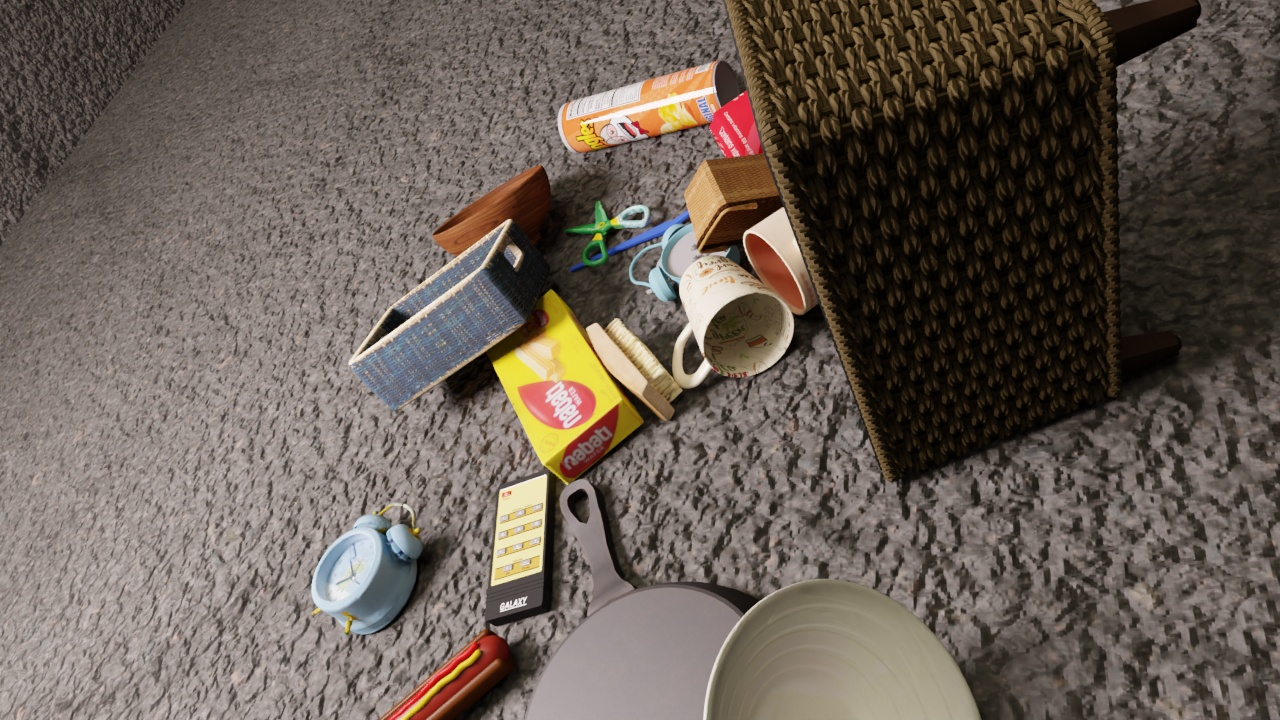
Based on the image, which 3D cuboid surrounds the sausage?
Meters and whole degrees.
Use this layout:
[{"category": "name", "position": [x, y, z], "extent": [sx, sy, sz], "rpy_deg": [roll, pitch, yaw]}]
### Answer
[{"category": "sausage", "position": [-0.164, 0.271, 0.718], "extent": [0.155, 0.040, 0.040], "rpy_deg": [-40, 42, 0]}]

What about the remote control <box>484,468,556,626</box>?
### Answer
[{"category": "remote control", "position": [-0.102, 0.158, 0.788], "extent": [0.058, 0.013, 0.133], "rpy_deg": [-21, 45, 20]}]

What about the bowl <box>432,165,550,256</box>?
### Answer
[{"category": "bowl", "position": [-0.155, -0.153, 1.041], "extent": [0.147, 0.069, 0.147], "rpy_deg": [-29, 19, 11]}]

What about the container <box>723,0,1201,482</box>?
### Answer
[{"category": "container", "position": [0.204, -0.100, 0.573], "extent": [0.205, 0.321, 0.176], "rpy_deg": [-18, 46, 14]}]

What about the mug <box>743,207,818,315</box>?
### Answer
[{"category": "mug", "position": [0.154, -0.105, 0.763], "extent": [0.104, 0.111, 0.085], "rpy_deg": [-35, 82, -9]}]

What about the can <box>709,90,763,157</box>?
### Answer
[{"category": "can", "position": [0.143, -0.249, 0.914], "extent": [0.142, 0.074, 0.074], "rpy_deg": [-33, 42, 8]}]

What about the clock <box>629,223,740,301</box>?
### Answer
[{"category": "clock", "position": [0.041, -0.098, 0.883], "extent": [0.123, 0.042, 0.087], "rpy_deg": [-2, 54, 32]}]

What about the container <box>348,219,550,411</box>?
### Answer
[{"category": "container", "position": [-0.190, -0.047, 0.941], "extent": [0.188, 0.071, 0.145], "rpy_deg": [-32, 21, 19]}]

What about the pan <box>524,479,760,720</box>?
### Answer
[{"category": "pan", "position": [-0.008, 0.209, 0.655], "extent": [0.249, 0.043, 0.355], "rpy_deg": [-34, 42, 7]}]

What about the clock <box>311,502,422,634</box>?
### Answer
[{"category": "clock", "position": [-0.246, 0.187, 0.839], "extent": [0.089, 0.051, 0.124], "rpy_deg": [9, 61, 42]}]

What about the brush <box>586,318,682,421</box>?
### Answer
[{"category": "brush", "position": [-0.005, 0.005, 0.822], "extent": [0.039, 0.049, 0.117], "rpy_deg": [-41, 42, 2]}]

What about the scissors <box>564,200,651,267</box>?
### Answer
[{"category": "scissors", "position": [-0.034, -0.148, 0.997], "extent": [0.120, 0.012, 0.128], "rpy_deg": [-28, 37, 14]}]

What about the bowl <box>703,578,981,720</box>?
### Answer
[{"category": "bowl", "position": [0.106, 0.219, 0.521], "extent": [0.058, 0.176, 0.176], "rpy_deg": [127, 163, -57]}]

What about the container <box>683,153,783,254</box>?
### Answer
[{"category": "container", "position": [0.095, -0.143, 0.818], "extent": [0.113, 0.063, 0.061], "rpy_deg": [-13, 65, -29]}]

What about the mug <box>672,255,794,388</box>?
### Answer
[{"category": "mug", "position": [0.065, -0.028, 0.798], "extent": [0.122, 0.081, 0.097], "rpy_deg": [-58, 30, 20]}]

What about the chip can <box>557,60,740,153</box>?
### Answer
[{"category": "chip can", "position": [0.007, -0.289, 1.055], "extent": [0.211, 0.062, 0.062], "rpy_deg": [-4, 53, 33]}]

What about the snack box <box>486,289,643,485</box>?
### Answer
[{"category": "snack box", "position": [-0.078, 0.020, 0.868], "extent": [0.092, 0.042, 0.200], "rpy_deg": [-39, 41, 3]}]

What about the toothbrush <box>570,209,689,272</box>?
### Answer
[{"category": "toothbrush", "position": [0.006, -0.130, 0.963], "extent": [0.187, 0.011, 0.016], "rpy_deg": [-23, 44, 22]}]
